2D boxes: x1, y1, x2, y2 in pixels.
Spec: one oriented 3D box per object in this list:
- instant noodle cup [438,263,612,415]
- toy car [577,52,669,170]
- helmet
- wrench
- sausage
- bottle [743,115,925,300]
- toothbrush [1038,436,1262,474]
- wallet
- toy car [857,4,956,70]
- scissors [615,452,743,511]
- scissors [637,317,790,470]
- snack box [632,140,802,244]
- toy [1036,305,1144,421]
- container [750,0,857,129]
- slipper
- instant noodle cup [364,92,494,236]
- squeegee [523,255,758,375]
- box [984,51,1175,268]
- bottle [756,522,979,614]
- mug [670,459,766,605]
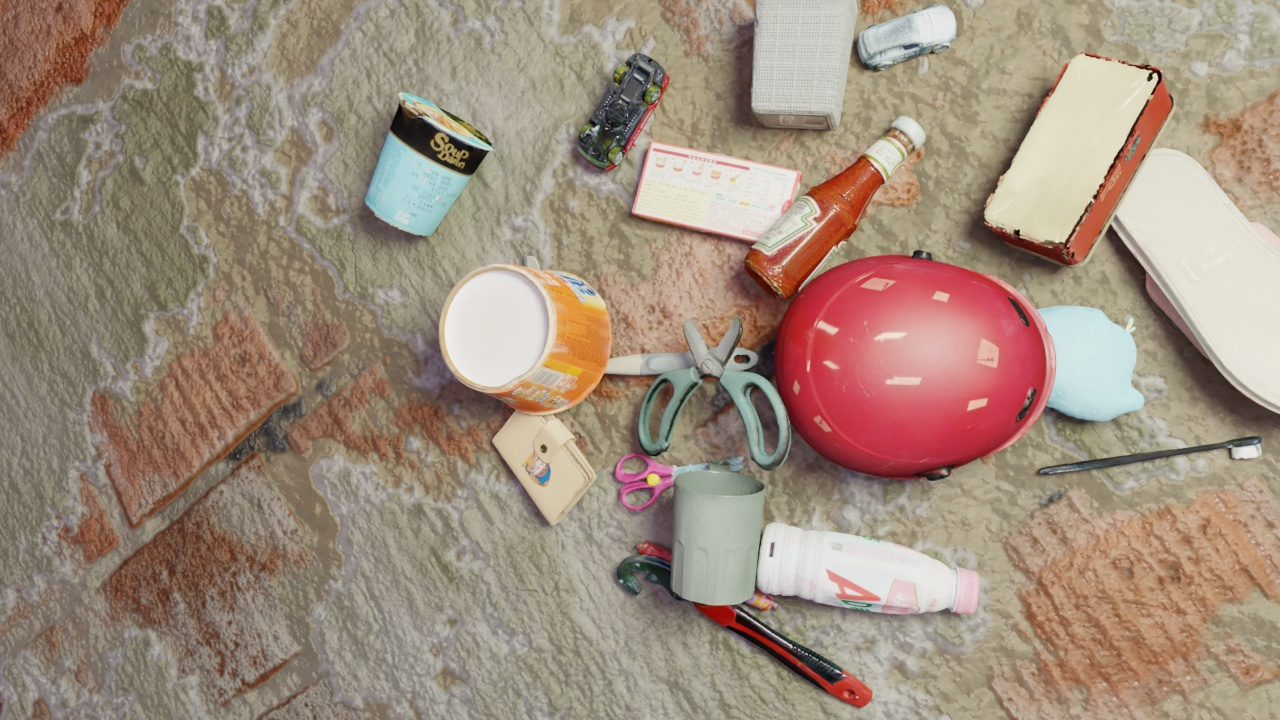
[{"bbox_3d":[-0.116,-0.025,0.888,0.151,0.111,0.151,-2,84,19],"label":"instant noodle cup"},{"bbox_3d":[-0.016,-0.250,0.932,0.053,0.045,0.121,40,105,15],"label":"toy car"},{"bbox_3d":[0.224,0.004,0.795,0.240,0.143,0.207,-4,88,29],"label":"helmet"},{"bbox_3d":[0.100,0.263,0.901,0.273,0.016,0.056,26,126,13],"label":"wrench"},{"bbox_3d":[0.065,0.215,0.916,0.156,0.020,0.020,21,95,15],"label":"sausage"},{"bbox_3d":[0.185,-0.145,0.860,0.060,0.060,0.206,44,89,12],"label":"bottle"},{"bbox_3d":[0.450,0.088,0.814,0.181,0.015,0.018,-9,96,15],"label":"toothbrush"},{"bbox_3d":[-0.099,0.099,0.944,0.087,0.024,0.115,-50,65,26],"label":"wallet"},{"bbox_3d":[0.251,-0.307,0.865,0.091,0.034,0.043,-13,82,14],"label":"toy car"},{"bbox_3d":[0.040,0.111,0.929,0.135,0.017,0.063,-15,77,11],"label":"scissors"},{"bbox_3d":[0.063,0.051,0.862,0.170,0.019,0.173,-49,59,31],"label":"scissors"},{"bbox_3d":[0.075,-0.165,0.914,0.156,0.027,0.077,16,94,15],"label":"snack box"},{"bbox_3d":[0.362,0.003,0.822,0.156,0.049,0.161,-46,73,20],"label":"toy"},{"bbox_3d":[0.151,-0.282,0.864,0.090,0.090,0.114,6,94,16],"label":"container"},{"bbox_3d":[0.499,-0.065,0.780,0.114,0.054,0.274,-36,69,9],"label":"slipper"},{"bbox_3d":[-0.231,-0.201,0.965,0.111,0.111,0.121,36,106,13],"label":"instant noodle cup"},{"bbox_3d":[-0.006,0.005,0.929,0.247,0.039,0.246,-3,89,15],"label":"squeegee"},{"bbox_3d":[0.373,-0.175,0.792,0.091,0.079,0.168,33,98,40],"label":"box"},{"bbox_3d":[0.210,0.199,0.854,0.197,0.068,0.068,8,91,13],"label":"bottle"},{"bbox_3d":[0.071,0.158,0.860,0.084,0.123,0.103,4,98,5],"label":"mug"}]
